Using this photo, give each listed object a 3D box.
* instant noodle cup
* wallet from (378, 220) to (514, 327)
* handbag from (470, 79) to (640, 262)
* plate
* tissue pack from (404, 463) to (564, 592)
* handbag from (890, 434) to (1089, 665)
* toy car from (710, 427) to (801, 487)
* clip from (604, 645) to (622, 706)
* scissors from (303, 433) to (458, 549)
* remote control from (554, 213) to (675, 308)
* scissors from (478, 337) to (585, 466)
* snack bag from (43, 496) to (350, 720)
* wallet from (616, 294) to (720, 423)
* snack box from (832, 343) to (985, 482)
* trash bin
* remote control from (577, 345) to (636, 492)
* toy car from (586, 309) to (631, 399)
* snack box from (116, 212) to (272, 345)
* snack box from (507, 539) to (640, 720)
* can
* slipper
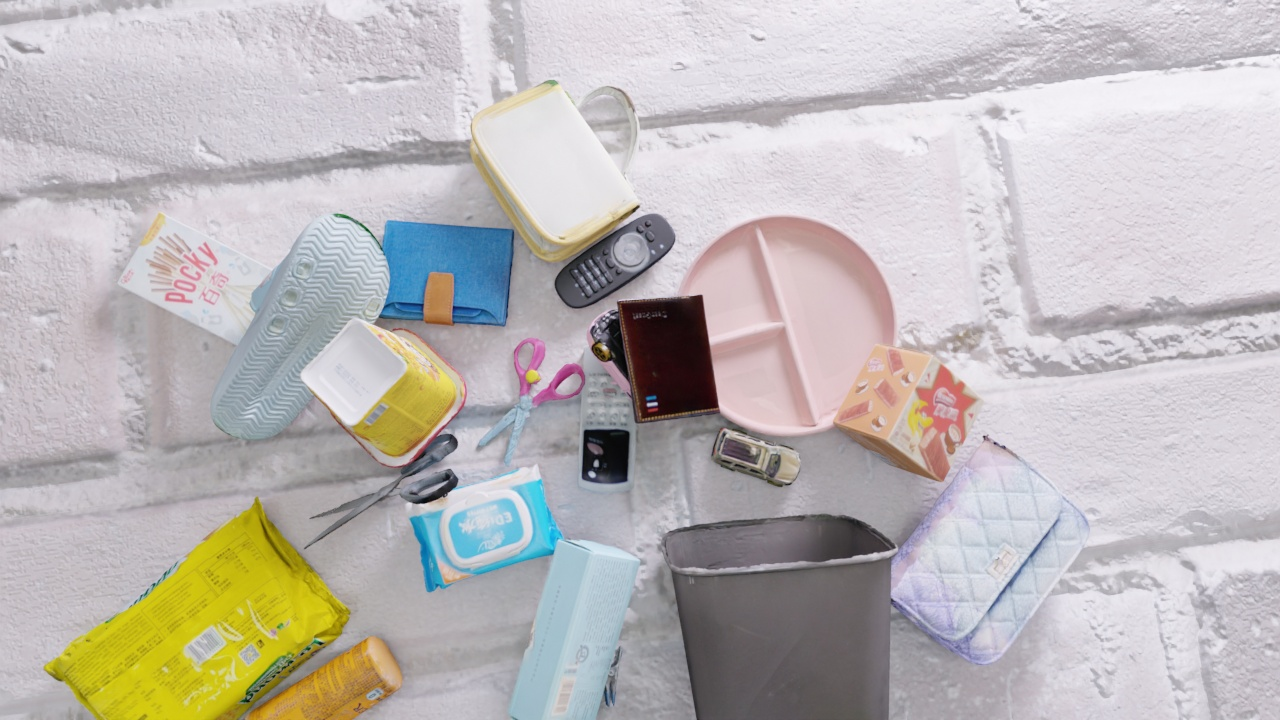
[{"bbox_3d":[-0.244,0.025,0.861,0.116,0.124,0.116,41,84,15],"label":"instant noodle cup"},{"bbox_3d":[-0.198,-0.088,0.929,0.133,0.040,0.106,4,80,0],"label":"wallet"},{"bbox_3d":[-0.068,-0.205,0.942,0.178,0.063,0.163,-33,86,-20],"label":"handbag"},{"bbox_3d":[0.148,-0.036,0.941,0.229,0.028,0.229,0,83,-2],"label":"plate"},{"bbox_3d":[-0.150,0.161,0.889,0.140,0.063,0.090,-16,86,-4],"label":"tissue pack"},{"bbox_3d":[0.337,0.189,0.900,0.134,0.075,0.193,38,83,2],"label":"handbag"},{"bbox_3d":[0.118,0.098,0.922,0.090,0.035,0.042,19,84,-2],"label":"toy car"},{"bbox_3d":[-0.029,0.309,0.900,0.029,0.024,0.056,-1,78,-7],"label":"clip"},{"bbox_3d":[-0.243,0.127,0.889,0.173,0.160,0.014,-52,126,-33],"label":"scissors"},{"bbox_3d":[-0.026,-0.101,0.942,0.136,0.024,0.053,-34,85,-6],"label":"remote control"},{"bbox_3d":[-0.107,0.046,0.923,0.105,0.017,0.136,14,82,13],"label":"scissors"},{"bbox_3d":[-0.413,0.266,0.867,0.246,0.068,0.158,-40,87,-7],"label":"snack bag"},{"bbox_3d":[0.028,-0.003,0.893,0.096,0.020,0.122,-5,82,-29],"label":"wallet"},{"bbox_3d":[0.261,0.050,0.893,0.092,0.077,0.094,34,83,-29],"label":"snack box"},{"bbox_3d":[0.127,0.265,0.834,0.199,0.198,0.220,-5,91,-1],"label":"trash bin"},{"bbox_3d":[-0.032,0.058,0.926,0.058,0.021,0.150,2,83,-2],"label":"remote control"},{"bbox_3d":[-0.005,0.005,0.905,0.056,0.037,0.122,-44,101,-25],"label":"toy car"},{"bbox_3d":[-0.432,-0.076,0.923,0.157,0.027,0.084,27,84,0],"label":"snack box"},{"bbox_3d":[-0.062,0.261,0.871,0.052,0.074,0.174,11,82,38],"label":"snack box"},{"bbox_3d":[-0.301,0.324,0.869,0.146,0.058,0.058,-32,86,-5],"label":"can"},{"bbox_3d":[-0.334,-0.032,0.892,0.104,0.074,0.245,28,100,-41],"label":"slipper"}]
